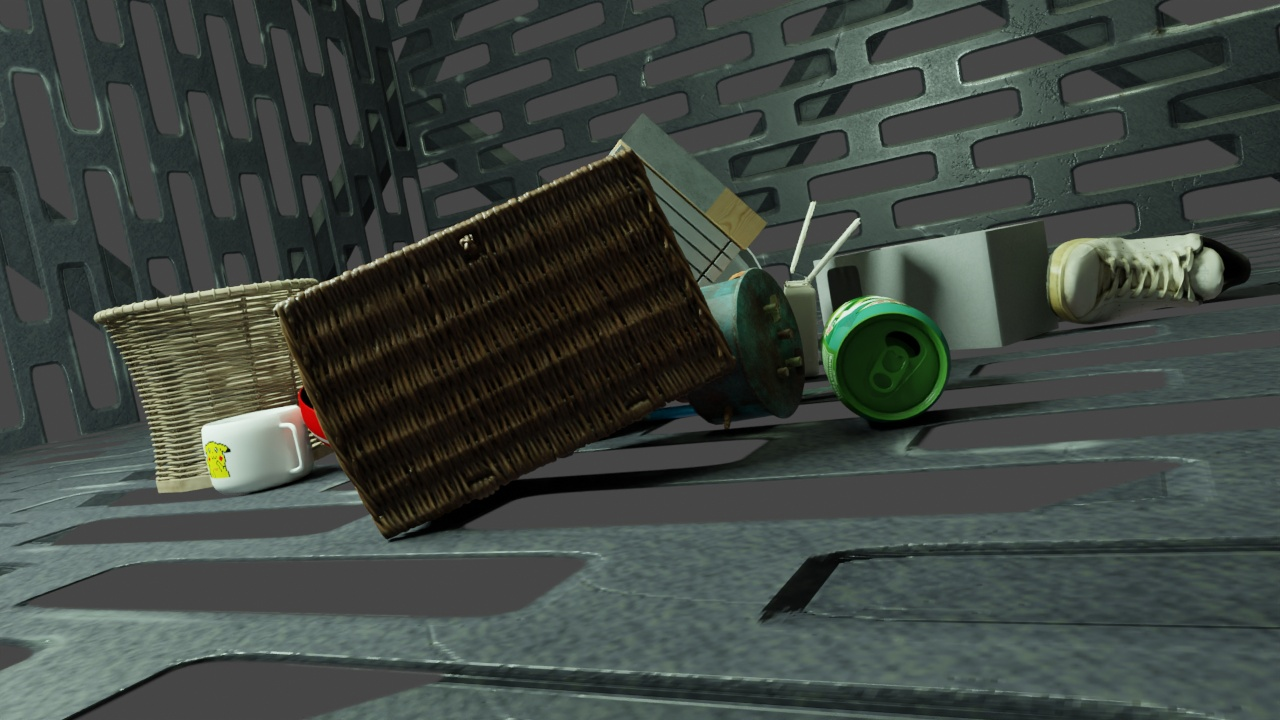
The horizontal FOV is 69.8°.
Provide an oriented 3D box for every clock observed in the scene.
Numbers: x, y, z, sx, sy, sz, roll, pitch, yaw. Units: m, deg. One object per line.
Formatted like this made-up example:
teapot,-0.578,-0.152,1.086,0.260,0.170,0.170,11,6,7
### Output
clock,0.093,-0.016,0.749,0.073,0.121,0.157,-12,13,32

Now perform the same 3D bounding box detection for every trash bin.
trash bin,-0.033,-0.073,0.848,0.247,0.142,0.142,-51,9,-3
trash bin,0.322,-0.075,1.020,0.114,0.114,0.229,-14,6,-36

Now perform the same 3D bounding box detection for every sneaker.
sneaker,0.516,-0.081,0.921,0.241,0.089,0.102,-8,11,-27

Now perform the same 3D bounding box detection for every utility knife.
utility knife,0.089,0.037,0.817,0.196,0.015,0.031,-8,10,13

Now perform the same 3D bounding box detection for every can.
can,0.177,-0.004,0.678,0.083,0.083,0.144,-10,5,10

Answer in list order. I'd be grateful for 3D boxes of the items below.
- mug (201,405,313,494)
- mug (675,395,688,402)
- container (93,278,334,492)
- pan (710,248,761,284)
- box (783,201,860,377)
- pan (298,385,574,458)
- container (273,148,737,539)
mug,-0.359,0.085,0.878,0.116,0.068,0.094,-7,6,36
mug,0.089,-0.005,0.907,0.110,0.096,0.122,-3,-12,29
container,-0.457,0.026,1.019,0.227,0.196,0.227,-10,5,1
pan,-0.004,-0.043,1.140,0.355,0.225,0.034,-38,-19,-16
box,0.182,-0.073,0.978,0.066,0.186,0.145,17,12,5
pan,-0.177,0.055,0.858,0.208,0.067,0.357,-13,22,-41
container,-0.093,-0.008,0.654,0.249,0.162,0.183,-26,2,-8
